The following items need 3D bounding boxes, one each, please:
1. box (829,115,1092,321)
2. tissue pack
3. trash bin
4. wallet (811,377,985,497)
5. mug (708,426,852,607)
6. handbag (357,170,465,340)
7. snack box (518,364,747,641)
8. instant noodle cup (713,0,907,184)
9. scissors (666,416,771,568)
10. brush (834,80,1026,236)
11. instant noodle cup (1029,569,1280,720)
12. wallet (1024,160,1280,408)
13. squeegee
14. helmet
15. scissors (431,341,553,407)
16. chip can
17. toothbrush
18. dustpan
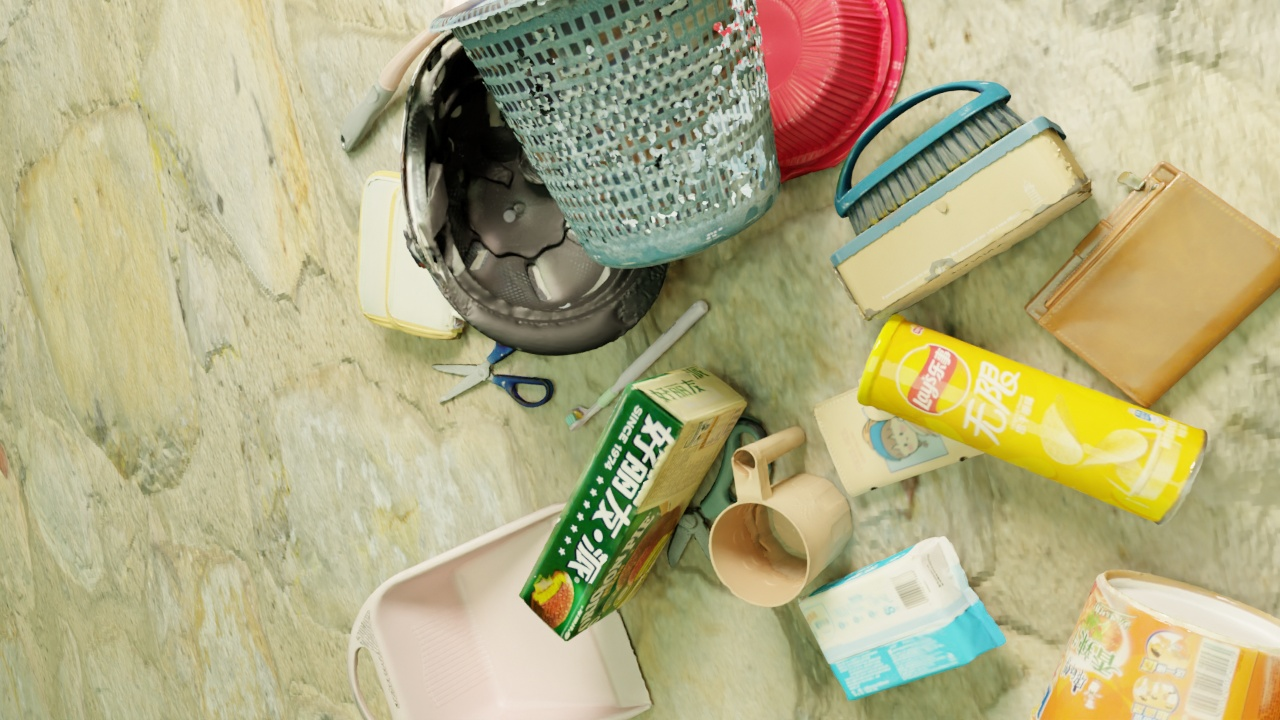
[{"bbox_3d":[0.227,-0.097,0.638,0.185,0.089,0.059,-37,77,29],"label":"box"},{"bbox_3d":[0.199,0.203,0.719,0.140,0.063,0.090,-34,78,31],"label":"tissue pack"},{"bbox_3d":[-0.001,-0.180,0.631,0.227,0.225,0.195,-3,122,33],"label":"trash bin"},{"bbox_3d":[0.199,0.050,0.719,0.115,0.024,0.087,-26,88,33],"label":"wallet"},{"bbox_3d":[0.112,0.121,0.737,0.084,0.103,0.124,-7,94,33],"label":"mug"},{"bbox_3d":[-0.209,-0.103,0.937,0.179,0.063,0.163,16,108,26],"label":"handbag"},{"bbox_3d":[-0.007,0.121,0.787,0.063,0.114,0.241,38,116,22],"label":"snack box"},{"bbox_3d":[0.102,-0.237,0.709,0.194,0.065,0.194,6,102,31],"label":"instant noodle cup"},{"bbox_3d":[0.050,0.101,0.826,0.180,0.019,0.170,-41,74,30],"label":"scissors"},{"bbox_3d":[0.199,-0.152,0.665,0.144,0.055,0.073,-37,78,32],"label":"brush"},{"bbox_3d":[0.342,0.209,0.585,0.151,0.151,0.111,16,98,30],"label":"instant noodle cup"},{"bbox_3d":[0.335,-0.053,0.606,0.119,0.035,0.131,44,118,17],"label":"wallet"},{"bbox_3d":[-0.249,-0.291,0.942,0.250,0.040,0.247,-34,80,33],"label":"squeegee"},{"bbox_3d":[-0.095,-0.144,0.783,0.157,0.229,0.274,-167,63,-72],"label":"helmet"},{"bbox_3d":[-0.154,0.004,0.946,0.165,0.012,0.157,29,114,27],"label":"scissors"},{"bbox_3d":[0.262,0.038,0.633,0.213,0.071,0.072,24,110,21],"label":"chip can"},{"bbox_3d":[-0.005,0.005,0.845,0.021,0.029,0.190,35,121,-22],"label":"toothbrush"},{"bbox_3d":[-0.155,0.293,0.918,0.274,0.138,0.222,-27,82,34],"label":"dustpan"}]
